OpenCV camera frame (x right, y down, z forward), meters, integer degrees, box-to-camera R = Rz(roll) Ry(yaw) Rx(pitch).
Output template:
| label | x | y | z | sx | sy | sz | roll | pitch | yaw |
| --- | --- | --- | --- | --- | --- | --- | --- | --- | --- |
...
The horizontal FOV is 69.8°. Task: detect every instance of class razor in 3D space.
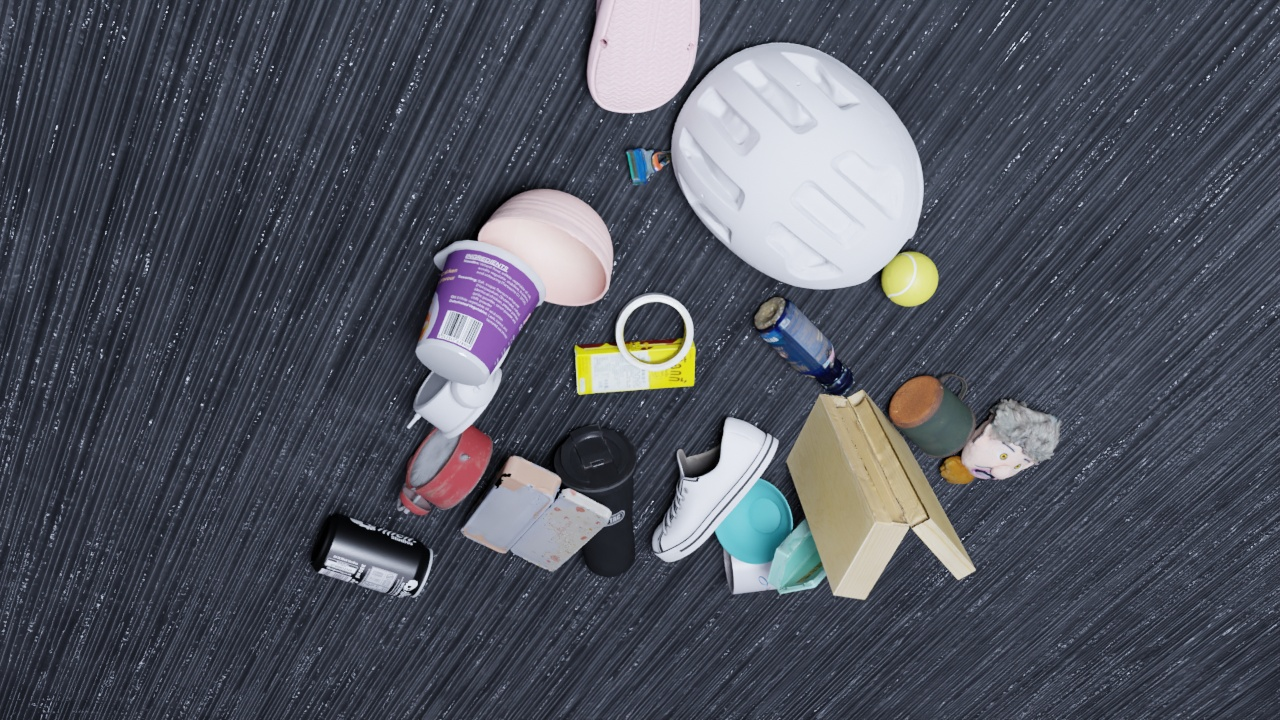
| label | x | y | z | sx | sy | sz | roll | pitch | yaw |
| --- | --- | --- | --- | --- | --- | --- | --- | --- | --- |
| razor | 0.056 | -0.227 | 1.000 | 0.141 | 0.018 | 0.044 | -14 | 129 | -2 |

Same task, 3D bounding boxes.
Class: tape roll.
| label | x | y | z | sx | sy | sz | roll | pitch | yaw |
| --- | --- | --- | --- | --- | --- | --- | --- | --- | --- |
| tape roll | 0.016 | -0.034 | 1.107 | 0.094 | 0.019 | 0.094 | -1 | 103 | -5 |

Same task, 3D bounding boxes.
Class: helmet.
| label | x | y | z | sx | sy | sz | roll | pitch | yaw |
| --- | --- | --- | --- | --- | --- | --- | --- | --- | --- |
| helmet | 0.170 | -0.200 | 0.973 | 0.282 | 0.183 | 0.224 | 43 | 106 | -14 |

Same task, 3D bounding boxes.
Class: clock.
| label | x | y | z | sx | sy | sz | roll | pitch | yaw |
| --- | --- | --- | --- | --- | --- | --- | --- | --- | --- |
| clock | -0.203 | 0.027 | 1.084 | 0.160 | 0.119 | 0.061 | -35 | 117 | 29 |
| clock | -0.250 | 0.142 | 1.161 | 0.157 | 0.109 | 0.062 | -36 | 122 | 24 |

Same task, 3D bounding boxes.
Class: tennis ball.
| label | x | y | z | sx | sy | sz | roll | pitch | yaw |
| --- | --- | --- | --- | --- | --- | --- | --- | --- | --- |
| tennis ball | 0.321 | -0.097 | 1.096 | 0.065 | 0.065 | 0.065 | -4 | 125 | -5 |

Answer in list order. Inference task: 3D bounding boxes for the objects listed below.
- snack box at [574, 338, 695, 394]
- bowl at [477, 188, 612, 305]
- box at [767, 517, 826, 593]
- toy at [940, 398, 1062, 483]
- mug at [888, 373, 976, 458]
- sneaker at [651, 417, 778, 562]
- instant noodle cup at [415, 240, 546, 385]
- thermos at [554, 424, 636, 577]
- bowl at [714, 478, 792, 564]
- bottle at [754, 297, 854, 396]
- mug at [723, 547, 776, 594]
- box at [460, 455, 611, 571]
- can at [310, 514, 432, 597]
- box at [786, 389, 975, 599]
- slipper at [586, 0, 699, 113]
| label | x | y | z | sx | sy | sz | roll | pitch | yaw |
| --- | --- | --- | --- | --- | --- | --- | --- | --- | --- |
| snack box | -0.007 | 0.007 | 1.148 | 0.149 | 0.025 | 0.061 | -4 | 125 | -5 |
| bowl | -0.093 | -0.133 | 0.995 | 0.153 | 0.076 | 0.153 | 17 | 152 | 9 |
| box | 0.256 | 0.256 | 1.260 | 0.080 | 0.188 | 0.078 | 29 | 128 | 26 |
| toy | 0.497 | 0.126 | 1.273 | 0.132 | 0.076 | 0.176 | 35 | 121 | -26 |
| mug | 0.391 | 0.061 | 1.214 | 0.081 | 0.085 | 0.111 | 38 | 81 | -26 |
| sneaker | 0.075 | 0.170 | 1.245 | 0.097 | 0.091 | 0.246 | 35 | 120 | -6 |
| instant noodle cup | -0.189 | -0.046 | 1.001 | 0.137 | 0.121 | 0.122 | 14 | 153 | 14 |
| thermos | -0.051 | 0.197 | 1.235 | 0.106 | 0.105 | 0.219 | -8 | 130 | -3 |
| bowl | 0.166 | 0.222 | 1.295 | 0.121 | 0.121 | 0.046 | -48 | 157 | 23 |
| bottle | 0.207 | -0.014 | 1.144 | 0.056 | 0.056 | 0.160 | -39 | 121 | 18 |
| mug | 0.176 | 0.301 | 1.354 | 0.096 | 0.083 | 0.120 | -6 | 153 | -4 |
| box | -0.139 | 0.209 | 1.203 | 0.150 | 0.043 | 0.217 | 24 | 142 | -13 |
| can | -0.365 | 0.268 | 1.248 | 0.146 | 0.080 | 0.080 | 25 | 118 | -22 |
| box | 0.294 | 0.158 | 1.160 | 0.184 | 0.248 | 0.142 | -7 | 126 | -3 |
| slipper | 0.008 | -0.341 | 0.890 | 0.106 | 0.055 | 0.222 | 2 | 133 | -11 |
